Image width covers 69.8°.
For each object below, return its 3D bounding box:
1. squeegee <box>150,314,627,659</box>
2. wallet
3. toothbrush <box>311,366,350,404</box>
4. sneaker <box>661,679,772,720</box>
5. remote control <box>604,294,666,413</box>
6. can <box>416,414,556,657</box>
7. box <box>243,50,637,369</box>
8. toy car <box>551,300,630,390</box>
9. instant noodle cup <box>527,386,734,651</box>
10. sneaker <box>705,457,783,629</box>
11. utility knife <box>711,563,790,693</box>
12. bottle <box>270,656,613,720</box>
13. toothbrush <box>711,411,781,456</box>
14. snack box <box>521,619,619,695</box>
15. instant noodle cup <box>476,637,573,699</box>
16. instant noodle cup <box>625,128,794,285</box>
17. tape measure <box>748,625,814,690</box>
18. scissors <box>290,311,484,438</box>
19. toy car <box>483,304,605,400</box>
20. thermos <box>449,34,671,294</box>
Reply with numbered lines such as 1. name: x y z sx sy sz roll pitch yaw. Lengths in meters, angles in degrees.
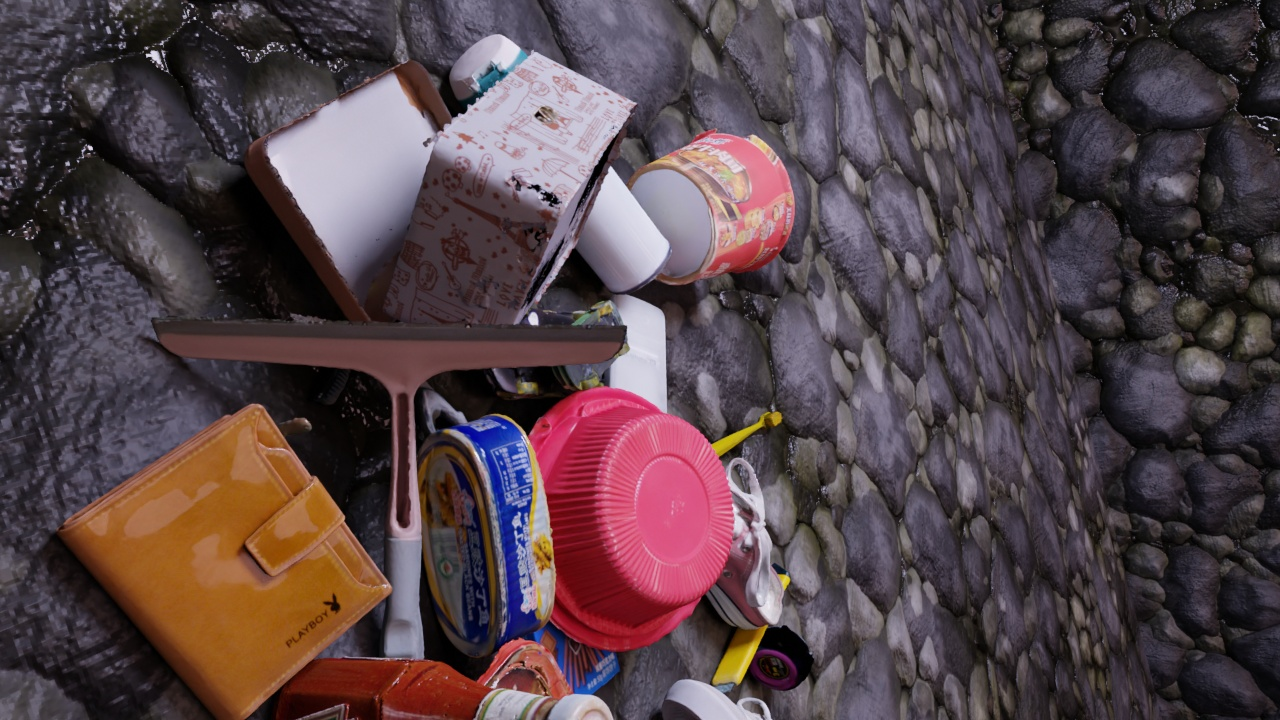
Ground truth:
1. squeegee: -0.139 0.096 0.531 0.040 0.247 0.250 -129 -139 -75
2. wallet: -0.201 0.099 0.471 0.118 0.035 0.131 -39 112 -26
3. toothbrush: -0.167 -0.046 0.599 0.017 0.014 0.188 55 40 -39
4. sneaker: 0.103 0.340 0.777 0.090 0.090 0.242 -45 121 -33
5. remote control: -0.005 0.004 0.770 0.055 0.020 0.135 19 50 -26
6. can: -0.100 0.111 0.586 0.049 0.075 0.148 -14 100 -53
7. box: -0.126 -0.115 0.573 0.181 0.154 0.182 29 36 -4
8. toy car: -0.039 -0.011 0.668 0.091 0.036 0.043 -50 123 -57
9. instant noodle cup: 0.003 0.109 0.658 0.193 0.066 0.193 16 67 -42
10. sneaker: 0.069 0.144 0.793 0.241 0.088 0.118 53 42 -23
11. utility knife: 0.103 0.252 0.862 0.164 0.033 0.015 -50 124 -44
12. bottle: -0.102 0.178 0.451 0.059 0.207 0.059 19 66 -50
13. toothbrush: 0.095 0.080 0.914 0.189 0.017 0.015 -20 95 -54
14. snack box: -0.064 0.167 0.657 0.084 0.026 0.157 -17 93 -60
15. instant noodle cup: -0.096 0.276 0.536 0.188 0.079 0.164 -43 115 -48
16. instant noodle cup: 0.054 -0.132 0.835 0.108 0.138 0.138 -28 102 -45
17. tape measure: 0.132 0.280 0.868 0.057 0.058 0.039 49 36 -5
18. scissors: -0.148 -0.003 0.595 0.159 0.014 0.175 -37 115 -58
19. toy car: -0.073 -0.005 0.685 0.158 0.042 0.070 8 72 -61
20. thermos: -0.062 -0.154 0.732 0.224 0.073 0.073 50 44 -32
